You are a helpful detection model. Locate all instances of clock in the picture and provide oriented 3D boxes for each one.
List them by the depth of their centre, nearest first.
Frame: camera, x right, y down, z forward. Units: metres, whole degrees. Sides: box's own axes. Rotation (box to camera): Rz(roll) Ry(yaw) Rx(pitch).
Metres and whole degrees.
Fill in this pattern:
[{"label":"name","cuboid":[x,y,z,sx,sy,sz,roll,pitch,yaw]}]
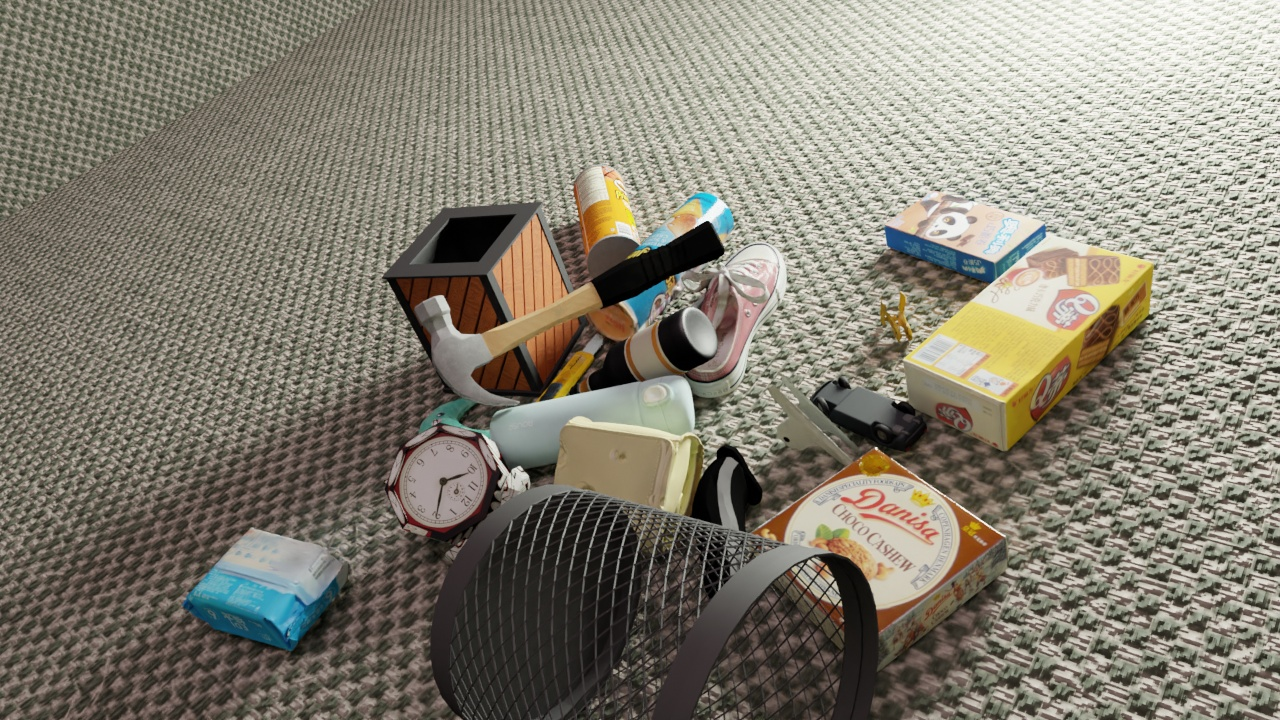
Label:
[{"label":"clock","cuboid":[-0.166,0.134,0.887,0.155,0.065,0.114,36,81,19]}]

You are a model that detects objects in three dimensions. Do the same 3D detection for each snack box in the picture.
[{"label":"snack box","cuboid":[0.186,0.153,0.731,0.146,0.041,0.143,-32,38,-15]},{"label":"snack box","cuboid":[0.363,-0.023,0.855,0.229,0.062,0.110,-36,39,-21]},{"label":"snack box","cuboid":[0.361,-0.141,1.029,0.087,0.034,0.151,-35,39,-20]}]

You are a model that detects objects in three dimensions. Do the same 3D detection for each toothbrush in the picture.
[{"label":"toothbrush","cuboid":[0.053,-0.049,1.075,0.013,0.013,0.166,12,49,35]}]

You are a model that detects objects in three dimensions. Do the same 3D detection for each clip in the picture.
[{"label":"clip","cuboid":[0.157,0.056,0.859,0.050,0.102,0.058,-45,0,-19]},{"label":"clip","cuboid":[0.268,-0.044,0.946,0.049,0.054,0.044,37,80,23]}]

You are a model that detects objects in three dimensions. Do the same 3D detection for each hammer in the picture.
[{"label":"hammer","cuboid":[-0.060,-0.061,0.952,0.327,0.131,0.039,-27,1,-15]}]

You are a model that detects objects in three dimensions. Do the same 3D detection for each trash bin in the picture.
[{"label":"trash bin","cuboid":[0.003,0.202,0.617,0.228,0.218,0.217,12,47,41]},{"label":"trash bin","cuboid":[-0.174,-0.070,1.070,0.140,0.172,0.139,1,41,26]}]

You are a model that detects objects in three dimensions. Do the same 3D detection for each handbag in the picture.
[{"label":"handbag","cuboid":[-0.011,0.113,0.831,0.119,0.081,0.111,6,80,24]}]

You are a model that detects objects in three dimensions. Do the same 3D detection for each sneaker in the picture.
[{"label":"sneaker","cuboid":[0.098,-0.068,1.013,0.118,0.088,0.240,1,42,25]}]

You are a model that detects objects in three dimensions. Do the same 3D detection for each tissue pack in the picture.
[{"label":"tissue pack","cuboid":[-0.358,0.219,0.882,0.145,0.062,0.092,6,42,26]}]

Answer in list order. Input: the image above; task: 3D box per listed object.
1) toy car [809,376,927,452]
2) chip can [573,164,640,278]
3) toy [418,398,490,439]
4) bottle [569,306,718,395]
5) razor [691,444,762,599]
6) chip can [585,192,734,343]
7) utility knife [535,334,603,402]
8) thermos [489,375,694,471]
[{"label":"toy car","cuboid":[0.210,0.051,0.855,0.046,0.034,0.112,-40,42,-24]},{"label":"chip can","cuboid":[-0.045,-0.186,1.240,0.075,0.075,0.214,-17,37,3]},{"label":"toy","cuboid":[-0.205,0.075,1.022,0.085,0.033,0.105,-22,34,-21]},{"label":"bottle","cuboid":[-0.006,0.006,0.959,0.182,0.059,0.059,-27,28,36]},{"label":"razor","cuboid":[0.070,0.146,0.788,0.060,0.057,0.155,20,42,-2]},{"label":"chip can","cuboid":[0.027,-0.114,1.114,0.080,0.080,0.228,14,47,37]},{"label":"utility knife","cuboid":[-0.091,0.028,1.043,0.030,0.017,0.178,16,46,25]},{"label":"thermos","cuboid":[-0.046,0.063,0.926,0.207,0.078,0.065,-12,59,14]}]
